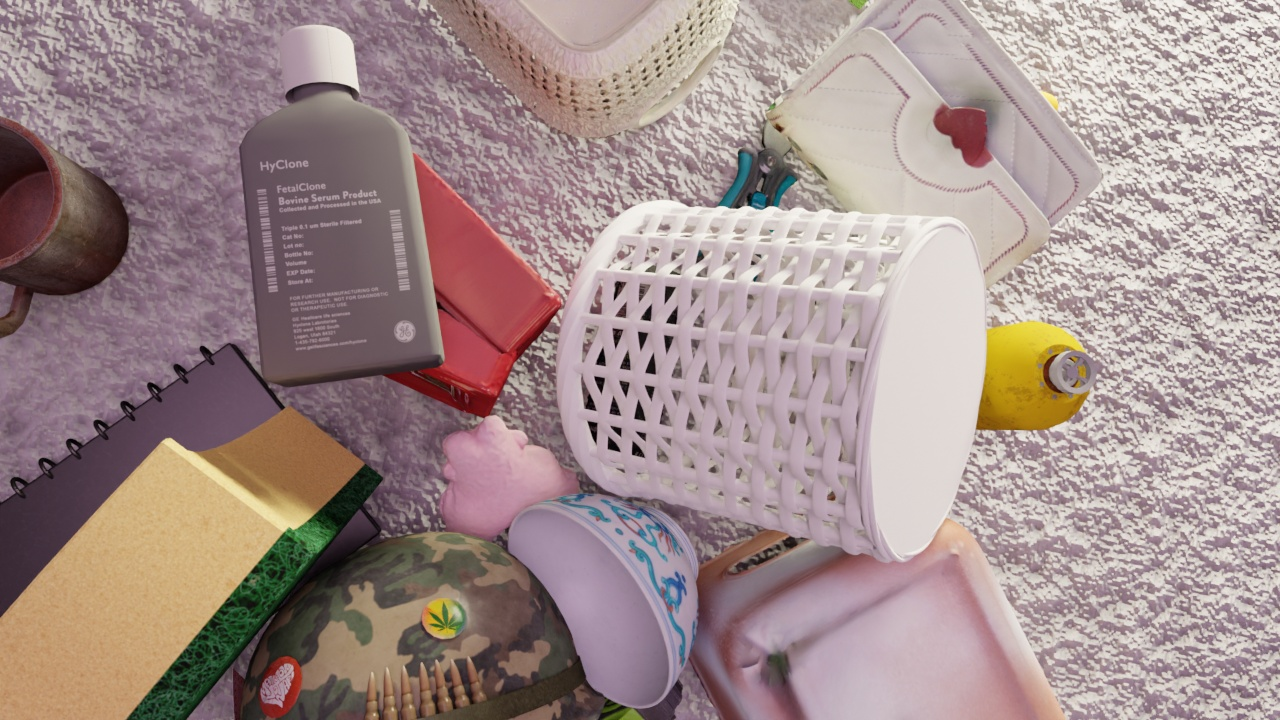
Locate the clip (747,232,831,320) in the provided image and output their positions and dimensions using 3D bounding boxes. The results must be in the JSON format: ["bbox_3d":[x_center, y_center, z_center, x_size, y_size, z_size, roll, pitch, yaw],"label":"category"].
[{"bbox_3d":[0.112,-0.052,0.667,0.101,0.040,0.054,-33,79,-9],"label":"clip"}]

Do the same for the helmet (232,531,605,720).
[{"bbox_3d":[-0.129,0.224,0.528,0.223,0.193,0.236,-22,79,-37],"label":"helmet"}]

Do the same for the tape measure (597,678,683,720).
[{"bbox_3d":[-0.001,0.234,0.615,0.065,0.059,0.036,-40,97,-10],"label":"tape measure"}]

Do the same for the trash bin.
[{"bbox_3d":[0.157,0.231,0.592,0.181,0.157,0.259,-26,90,-10],"label":"trash bin"}]

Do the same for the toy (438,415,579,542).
[{"bbox_3d":[-0.096,0.078,0.608,0.099,0.052,0.096,-26,124,-8],"label":"toy"}]

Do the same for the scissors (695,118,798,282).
[{"bbox_3d":[0.086,-0.118,0.671,0.130,0.019,0.150,-20,85,-15],"label":"scissors"}]

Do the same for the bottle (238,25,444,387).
[{"bbox_3d":[-0.153,-0.079,0.462,0.083,0.046,0.174,-8,86,-10],"label":"bottle"}]

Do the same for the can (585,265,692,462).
[{"bbox_3d":[-0.004,0.004,0.632,0.054,0.054,0.137,14,84,-8],"label":"can"}]

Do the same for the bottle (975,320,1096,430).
[{"bbox_3d":[0.241,0.011,0.615,0.071,0.164,0.071,1,86,-9],"label":"bottle"}]

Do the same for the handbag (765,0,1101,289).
[{"bbox_3d":[0.201,-0.151,0.643,0.198,0.096,0.142,44,98,-10],"label":"handbag"}]

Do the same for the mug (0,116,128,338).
[{"bbox_3d":[-0.375,-0.073,0.553,0.096,0.110,0.123,7,85,-4],"label":"mug"}]

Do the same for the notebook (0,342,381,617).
[{"bbox_3d":[-0.315,0.118,0.594,0.231,0.019,0.169,-38,94,-9],"label":"notebook"}]

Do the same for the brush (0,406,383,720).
[{"bbox_3d":[-0.238,0.129,0.470,0.075,0.250,0.195,39,85,-7],"label":"brush"}]

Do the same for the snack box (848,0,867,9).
[{"bbox_3d":[0.135,-0.346,0.691,0.147,0.025,0.080,37,82,-5],"label":"snack box"}]

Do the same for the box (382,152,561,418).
[{"bbox_3d":[-0.120,-0.039,0.567,0.135,0.158,0.117,30,77,-7],"label":"box"}]

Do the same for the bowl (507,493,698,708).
[{"bbox_3d":[-0.010,0.140,0.592,0.074,0.144,0.144,-30,92,-38],"label":"bowl"}]

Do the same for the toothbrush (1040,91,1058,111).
[{"bbox_3d":[0.221,-0.199,0.694,0.196,0.031,0.030,3,42,-6],"label":"toothbrush"}]

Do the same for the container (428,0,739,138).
[{"bbox_3d":[-0.054,-0.277,0.597,0.185,0.143,0.251,-43,93,5],"label":"container"}]

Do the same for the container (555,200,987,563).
[{"bbox_3d":[0.081,0.005,0.537,0.187,0.189,0.189,9,83,35],"label":"container"}]
